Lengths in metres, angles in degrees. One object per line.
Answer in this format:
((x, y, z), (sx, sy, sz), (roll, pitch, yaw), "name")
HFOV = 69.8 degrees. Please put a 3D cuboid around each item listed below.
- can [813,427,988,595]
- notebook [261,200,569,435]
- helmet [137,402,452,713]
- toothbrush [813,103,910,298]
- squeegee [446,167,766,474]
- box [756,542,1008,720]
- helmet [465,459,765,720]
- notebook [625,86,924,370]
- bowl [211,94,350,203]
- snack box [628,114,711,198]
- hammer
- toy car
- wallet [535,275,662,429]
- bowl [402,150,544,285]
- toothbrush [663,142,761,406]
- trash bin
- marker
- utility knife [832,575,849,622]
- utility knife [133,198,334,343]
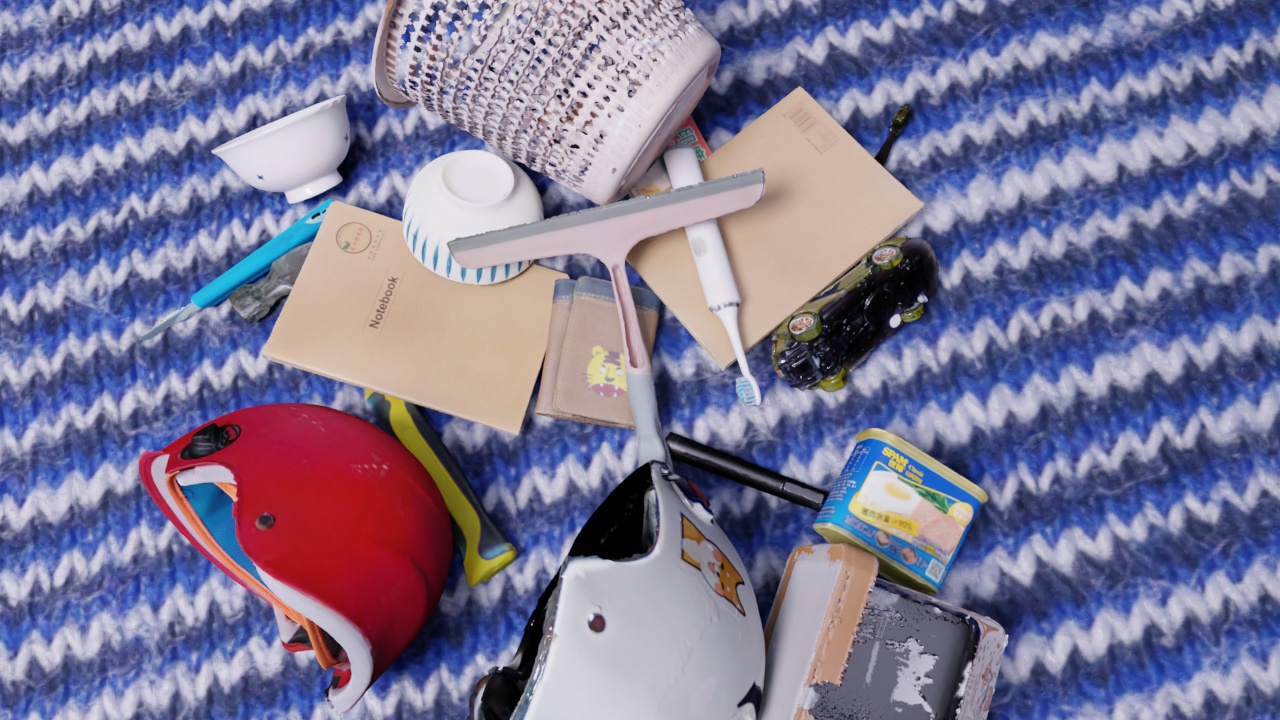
((0.189, 0.112, 0.676), (0.102, 0.057, 0.083), (32, 75, 0), "can")
((-0.176, -0.037, 0.743), (0.207, 0.008, 0.147), (18, 68, -4), "notebook")
((-0.229, 0.112, 0.650), (0.240, 0.207, 0.143), (24, 50, 35), "helmet")
((0.178, -0.125, 0.764), (0.026, 0.027, 0.212), (26, 78, 14), "toothbrush")
((-0.004, 0.004, 0.706), (0.248, 0.040, 0.249), (-11, 91, 8), "squeegee")
((0.142, 0.219, 0.575), (0.157, 0.193, 0.183), (18, 79, 9), "box")
((-0.006, 0.195, 0.579), (0.157, 0.273, 0.230), (38, 107, 3), "helmet")
((0.100, -0.113, 0.744), (0.211, 0.012, 0.149), (-39, 75, -6), "notebook")
((-0.291, -0.173, 0.779), (0.118, 0.118, 0.065), (-23, 114, -3), "bowl")
((0.035, -0.138, 0.776), (0.077, 0.027, 0.155), (-26, 75, -4), "snack box")
((-0.200, 0.034, 0.743), (0.126, 0.032, 0.323), (-36, 76, -5), "hammer")
((0.171, -0.037, 0.724), (0.158, 0.070, 0.042), (-38, 34, -7), "toy car")
((-0.033, -0.006, 0.741), (0.090, 0.033, 0.115), (9, 79, -3), "wallet")
((-0.134, -0.127, 0.745), (0.116, 0.066, 0.116), (6, 58, -10), "bowl")
((0.058, -0.068, 0.717), (0.026, 0.027, 0.221), (-4, 71, -35), "toothbrush")
((-0.055, -0.232, 0.695), (0.192, 0.228, 0.227), (37, 80, -1), "trash bin")
((0.080, 0.087, 0.716), (0.132, 0.022, 0.020), (20, 83, 8), "marker")
((0.152, 0.185, 0.687), (0.031, 0.021, 0.206), (11, 82, 1), "utility knife")
((-0.340, -0.072, 0.780), (0.204, 0.034, 0.018), (-36, 88, -5), "utility knife")
